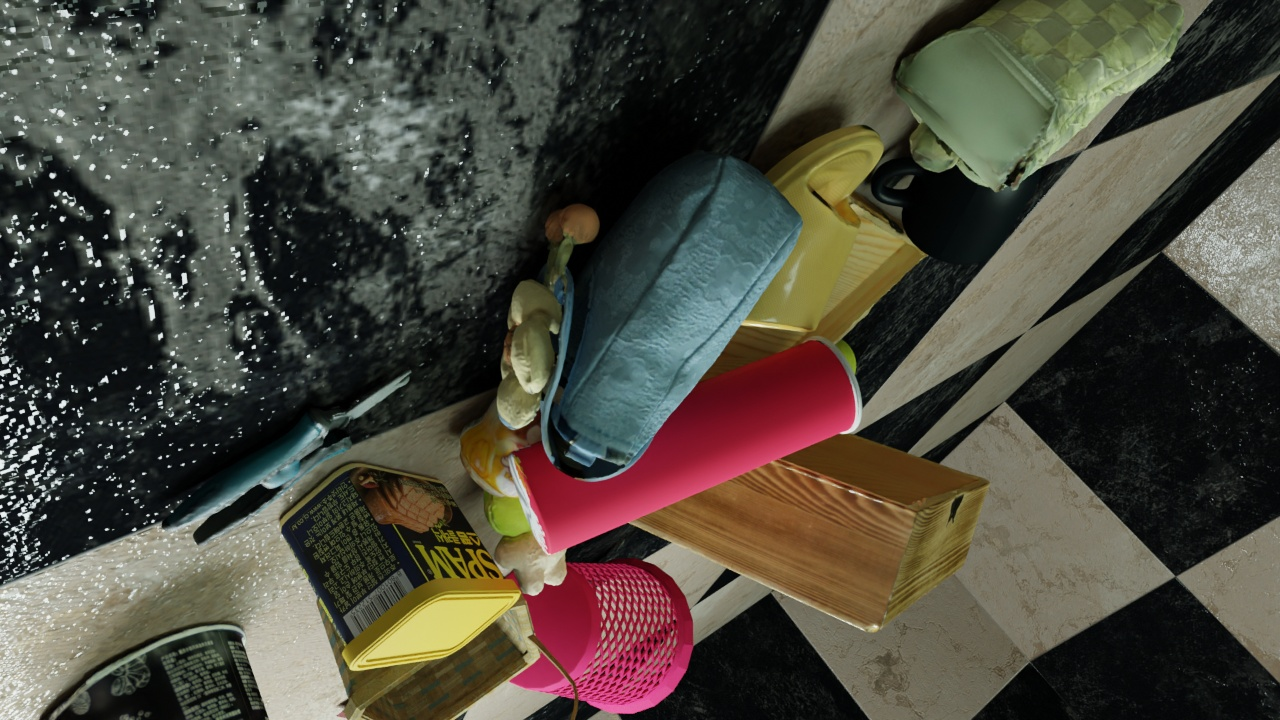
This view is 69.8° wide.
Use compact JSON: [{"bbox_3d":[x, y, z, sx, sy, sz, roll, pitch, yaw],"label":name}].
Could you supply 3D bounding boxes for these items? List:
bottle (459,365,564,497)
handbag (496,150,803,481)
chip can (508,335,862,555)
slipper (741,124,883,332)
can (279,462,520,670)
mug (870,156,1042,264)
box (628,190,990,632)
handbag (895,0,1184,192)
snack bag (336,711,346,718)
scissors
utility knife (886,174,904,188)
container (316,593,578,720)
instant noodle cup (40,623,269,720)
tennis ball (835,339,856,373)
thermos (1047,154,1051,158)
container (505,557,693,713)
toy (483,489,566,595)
[{"bbox_3d":[-0.069,0.040,0.615,0.108,0.063,0.063,-44,159,7],"label":"bottle"},{"bbox_3d":[-0.008,-0.035,0.503,0.192,0.118,0.121,-53,-164,12],"label":"handbag"},{"bbox_3d":[0.030,0.052,0.589,0.220,0.069,0.069,-20,154,-16],"label":"chip can"},{"bbox_3d":[0.075,-0.042,0.616,0.264,0.078,0.099,-48,155,17],"label":"slipper"},{"bbox_3d":[-0.156,0.133,0.603,0.075,0.104,0.135,-40,159,4],"label":"can"},{"bbox_3d":[0.243,-0.138,0.722,0.121,0.085,0.095,4,149,-1],"label":"mug"},{"bbox_3d":[0.153,0.010,0.794,0.278,0.282,0.315,1,104,-59],"label":"box"},{"bbox_3d":[0.267,-0.189,0.630,0.186,0.113,0.117,-35,166,-11],"label":"handbag"},{"bbox_3d":[-0.251,0.336,0.991,0.157,0.013,0.057,-34,161,-12],"label":"snack bag"},{"bbox_3d":[-0.192,0.052,0.498,0.140,0.019,0.128,-15,148,-50],"label":"scissors"},{"bbox_3d":[0.250,-0.196,0.717,0.022,0.015,0.180,5,133,-44],"label":"utility knife"},{"bbox_3d":[-0.153,0.266,0.765,0.157,0.186,0.250,-32,158,-18],"label":"container"},{"bbox_3d":[-0.307,0.261,0.609,0.137,0.112,0.137,-34,158,-16],"label":"instant noodle cup"},{"bbox_3d":[0.194,0.005,0.967,0.065,0.065,0.065,-33,158,-15],"label":"tennis ball"},{"bbox_3d":[0.323,-0.192,0.780,0.061,0.061,0.232,-9,144,-53],"label":"thermos"},{"bbox_3d":[-0.064,0.303,1.034,0.183,0.183,0.225,-41,152,6],"label":"container"},{"bbox_3d":[-0.084,0.123,0.716,0.046,0.115,0.092,-5,-175,36],"label":"toy"}]
